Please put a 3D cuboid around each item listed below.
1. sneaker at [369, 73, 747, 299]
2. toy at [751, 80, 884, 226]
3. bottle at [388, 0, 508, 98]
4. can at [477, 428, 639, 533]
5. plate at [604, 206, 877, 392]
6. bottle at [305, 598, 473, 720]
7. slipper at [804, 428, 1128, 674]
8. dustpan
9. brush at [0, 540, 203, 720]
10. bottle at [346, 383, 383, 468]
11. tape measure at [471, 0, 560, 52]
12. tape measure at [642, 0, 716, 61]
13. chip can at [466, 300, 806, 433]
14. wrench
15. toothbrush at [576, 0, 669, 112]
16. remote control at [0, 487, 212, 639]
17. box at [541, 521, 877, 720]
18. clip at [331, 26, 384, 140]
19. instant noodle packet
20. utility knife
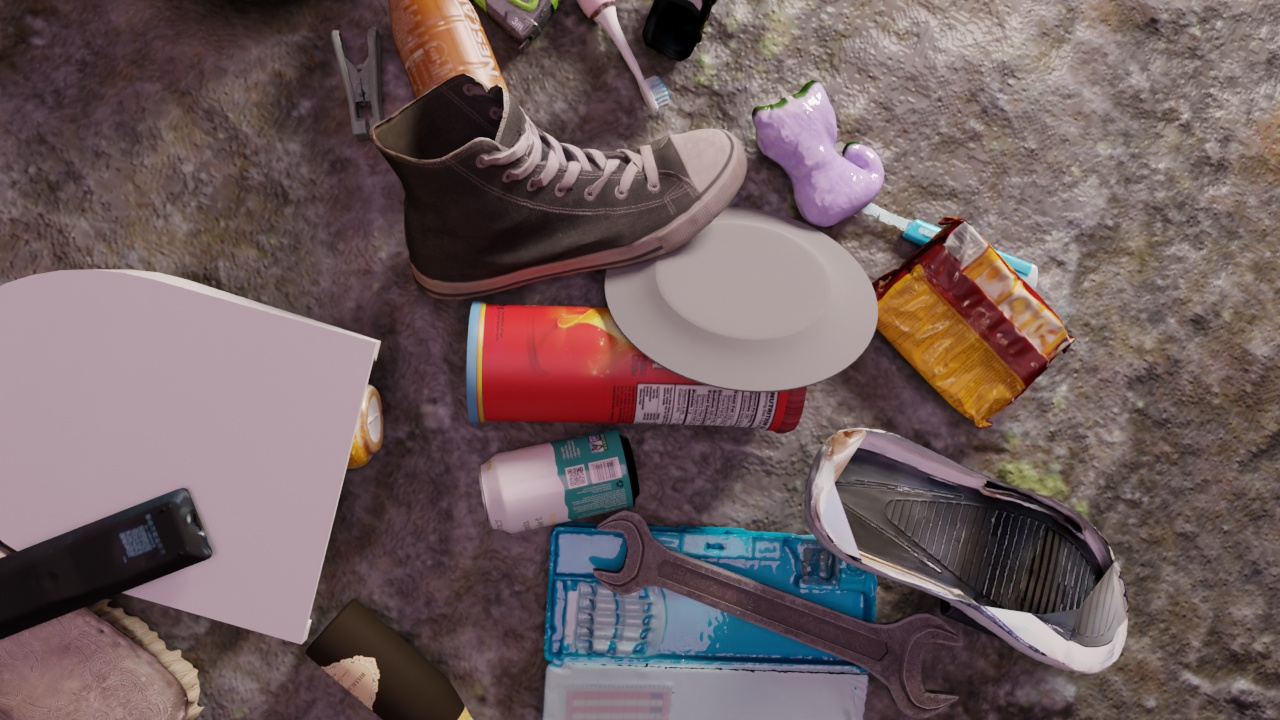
[{"bbox_3d":[-0.046,-0.126,0.583,0.235,0.120,0.095,-12,51,-2],"label":"sneaker"},{"bbox_3d":[0.129,-0.148,0.654,0.080,0.036,0.099,-30,95,-16],"label":"toy"},{"bbox_3d":[-0.141,-0.232,0.617,0.059,0.059,0.167,-22,89,-6],"label":"bottle"},{"bbox_3d":[-0.054,0.081,0.617,0.101,0.055,0.055,-12,89,-6],"label":"can"},{"bbox_3d":[0.066,-0.050,0.597,0.178,0.012,0.178,2,46,-3],"label":"plate"},{"bbox_3d":[-0.136,0.235,0.608,0.184,0.045,0.045,42,84,-3],"label":"bottle"},{"bbox_3d":[0.224,0.130,0.636,0.263,0.063,0.111,25,74,-14],"label":"slipper"},{"bbox_3d":[-0.303,0.043,0.575,0.258,0.053,0.191,16,96,1],"label":"dustpan"},{"bbox_3d":[-0.401,0.162,0.578,0.271,0.057,0.083,38,81,-4],"label":"brush"},{"bbox_3d":[-0.226,0.042,0.598,0.109,0.063,0.063,-3,88,-1],"label":"bottle"},{"bbox_3d":[-0.086,-0.259,0.636,0.065,0.036,0.059,44,94,-6],"label":"tape measure"},{"bbox_3d":[0.031,-0.245,0.630,0.042,0.071,0.072,26,91,-8],"label":"tape measure"},{"bbox_3d":[-0.004,0.004,0.610,0.213,0.087,0.087,1,88,-5],"label":"chip can"},{"bbox_3d":[0.094,0.169,0.615,0.273,0.010,0.070,22,89,-6],"label":"wrench"},{"bbox_3d":[-0.042,-0.273,0.646,0.026,0.027,0.222,-31,92,-4],"label":"toothbrush"},{"bbox_3d":[-0.332,0.123,0.539,0.150,0.022,0.047,-22,90,0],"label":"remote control"},{"bbox_3d":[0.046,0.207,0.631,0.226,0.039,0.181,4,89,-5],"label":"box"},{"bbox_3d":[-0.191,-0.190,0.630,0.037,0.023,0.075,-7,91,-7],"label":"clip"},{"bbox_3d":[0.230,-0.028,0.652,0.098,0.039,0.135,-45,93,5],"label":"instant noodle packet"},{"bbox_3d":[0.225,-0.083,0.671,0.141,0.015,0.022,21,83,-2],"label":"utility knife"}]
